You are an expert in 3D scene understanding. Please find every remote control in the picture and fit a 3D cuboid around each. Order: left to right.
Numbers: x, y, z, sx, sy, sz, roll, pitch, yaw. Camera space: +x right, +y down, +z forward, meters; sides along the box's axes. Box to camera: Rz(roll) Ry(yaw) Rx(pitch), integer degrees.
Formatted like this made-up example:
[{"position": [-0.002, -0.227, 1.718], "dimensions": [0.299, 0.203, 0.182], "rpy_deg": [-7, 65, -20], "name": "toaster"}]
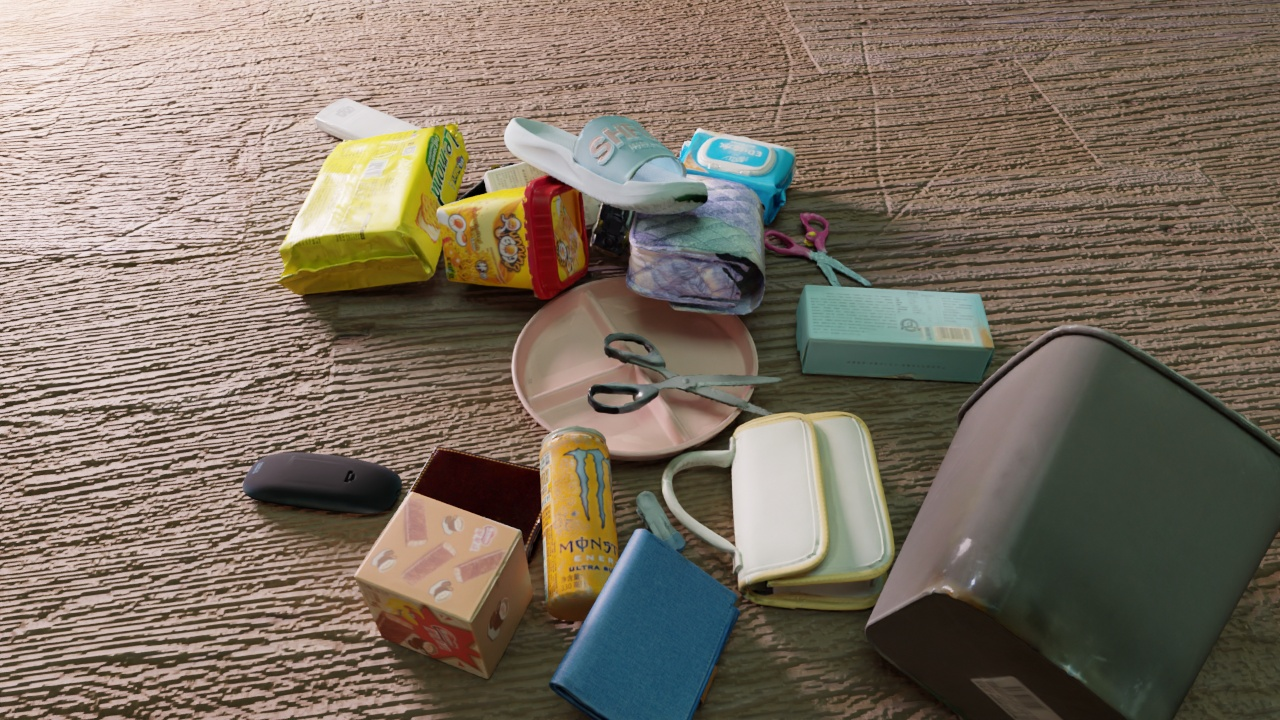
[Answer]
[{"position": [-0.272, 0.101, 0.778], "dimensions": [0.136, 0.024, 0.053], "rpy_deg": [6, 46, 5], "name": "remote control"}, {"position": [-0.333, -0.285, 1.138], "dimensions": [0.150, 0.021, 0.058], "rpy_deg": [25, 52, 22], "name": "remote control"}]

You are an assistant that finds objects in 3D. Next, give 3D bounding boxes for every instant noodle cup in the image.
[{"position": [-0.128, -0.124, 0.921], "dimensions": [0.124, 0.116, 0.115], "rpy_deg": [0, 18, 16], "name": "instant noodle cup"}]

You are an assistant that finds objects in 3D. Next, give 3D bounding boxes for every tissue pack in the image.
[{"position": [0.104, -0.210, 1.036], "dimensions": [0.140, 0.063, 0.089], "rpy_deg": [15, 49, 14], "name": "tissue pack"}]

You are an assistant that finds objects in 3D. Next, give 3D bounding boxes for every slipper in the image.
[{"position": [-0.032, -0.201, 0.883], "dimensions": [0.245, 0.074, 0.103], "rpy_deg": [29, 24, 33], "name": "slipper"}]

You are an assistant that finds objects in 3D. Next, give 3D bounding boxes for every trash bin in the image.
[{"position": [0.287, 0.134, 0.625], "dimensions": [0.198, 0.199, 0.219], "rpy_deg": [36, 62, 9], "name": "trash bin"}]

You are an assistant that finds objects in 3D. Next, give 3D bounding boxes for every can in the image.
[{"position": [-0.048, 0.127, 0.720], "dimensions": [0.058, 0.058, 0.145], "rpy_deg": [-4, 54, -4], "name": "can"}]

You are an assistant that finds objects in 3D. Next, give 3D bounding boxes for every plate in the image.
[{"position": [-0.005, 0.005, 0.863], "dimensions": [0.229, 0.028, 0.229], "rpy_deg": [-1, 46, 1], "name": "plate"}]

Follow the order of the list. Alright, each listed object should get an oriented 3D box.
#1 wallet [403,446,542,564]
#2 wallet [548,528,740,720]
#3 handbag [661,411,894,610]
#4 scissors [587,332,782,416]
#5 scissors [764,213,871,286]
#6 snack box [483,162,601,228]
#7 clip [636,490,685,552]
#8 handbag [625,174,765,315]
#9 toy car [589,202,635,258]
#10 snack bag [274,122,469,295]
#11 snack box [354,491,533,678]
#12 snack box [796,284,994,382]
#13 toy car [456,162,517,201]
[{"position": [-0.134, 0.118, 0.766], "dimensions": [0.122, 0.020, 0.096], "rpy_deg": [11, 43, 12], "name": "wallet"}, {"position": [0.009, 0.201, 0.648], "dimensions": [0.106, 0.040, 0.132], "rpy_deg": [38, 55, -9], "name": "wallet"}, {"position": [0.106, 0.115, 0.742], "dimensions": [0.179, 0.063, 0.163], "rpy_deg": [-2, 46, 4], "name": "handbag"}, {"position": [0.033, 0.020, 0.823], "dimensions": [0.173, 0.014, 0.159], "rpy_deg": [-24, 53, -23], "name": "scissors"}, {"position": [0.183, -0.109, 0.978], "dimensions": [0.105, 0.017, 0.136], "rpy_deg": [-9, 51, -10], "name": "scissors"}, {"position": [-0.085, -0.183, 1.006], "dimensions": [0.156, 0.027, 0.084], "rpy_deg": [-18, 91, -16], "name": "snack box"}, {"position": [0.015, 0.134, 0.750], "dimensions": [0.024, 0.029, 0.056], "rpy_deg": [-22, 58, -16], "name": "clip"}, {"position": [0.058, -0.120, 0.922], "dimensions": [0.134, 0.076, 0.193], "rpy_deg": [8, 33, 3], "name": "handbag"}, {"position": [-0.028, -0.155, 0.987], "dimensions": [0.042, 0.035, 0.090], "rpy_deg": [21, 69, -18], "name": "toy car"}, {"position": [-0.283, -0.173, 0.986], "dimensions": [0.158, 0.068, 0.245], "rpy_deg": [-5, 47, 10], "name": "snack bag"}, {"position": [-0.140, 0.165, 0.671], "dimensions": [0.094, 0.093, 0.076], "rpy_deg": [16, 49, 15], "name": "snack box"}, {"position": [0.239, -0.026, 0.873], "dimensions": [0.175, 0.052, 0.074], "rpy_deg": [3, 46, 2], "name": "snack box"}, {"position": [-0.171, -0.176, 1.028], "dimensions": [0.122, 0.037, 0.056], "rpy_deg": [-43, 53, -18], "name": "toy car"}]
